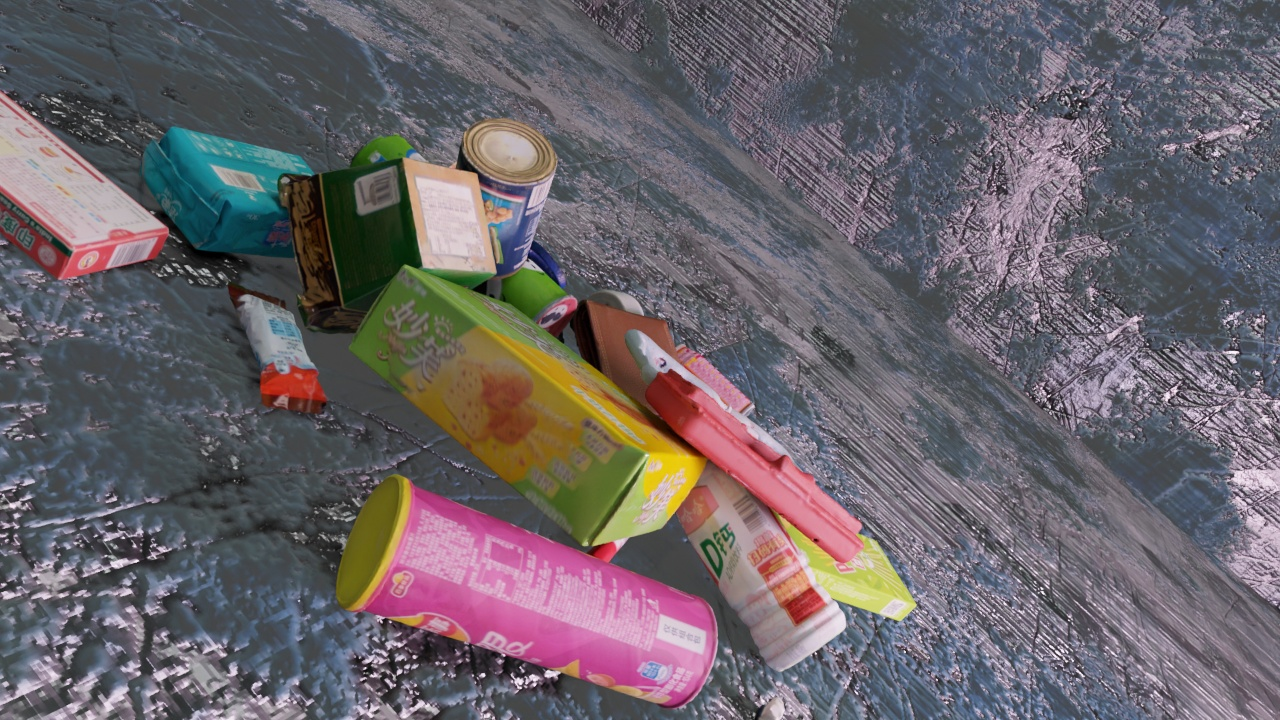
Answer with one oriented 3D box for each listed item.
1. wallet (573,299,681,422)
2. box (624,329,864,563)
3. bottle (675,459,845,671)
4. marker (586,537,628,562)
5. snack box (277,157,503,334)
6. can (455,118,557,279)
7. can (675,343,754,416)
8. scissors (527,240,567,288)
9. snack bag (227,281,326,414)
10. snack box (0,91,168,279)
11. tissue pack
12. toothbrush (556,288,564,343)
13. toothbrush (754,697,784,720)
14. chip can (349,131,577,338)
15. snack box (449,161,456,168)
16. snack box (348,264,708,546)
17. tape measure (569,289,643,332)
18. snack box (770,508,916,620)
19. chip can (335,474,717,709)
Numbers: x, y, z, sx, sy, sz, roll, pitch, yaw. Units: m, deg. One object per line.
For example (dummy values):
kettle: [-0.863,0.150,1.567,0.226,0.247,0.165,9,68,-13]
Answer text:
wallet: [-0.005,0.005,0.828,0.101,0.032,0.124,10,50,-35]
box: [0.073,0.062,0.691,0.201,0.039,0.158,39,2,-27]
bottle: [0.072,0.133,0.694,0.197,0.068,0.068,56,26,17]
marker: [-0.005,0.117,0.682,0.017,0.017,0.145,41,28,6]
snack box: [-0.174,-0.089,0.659,0.117,0.106,0.118,-5,81,-59]
can: [-0.115,-0.129,0.736,0.075,0.111,0.075,11,51,-15]
can: [0.055,0.036,0.896,0.094,0.067,0.066,44,22,11]
scissors: [-0.119,-0.111,0.864,0.162,0.012,0.174,36,-25,44]
snack bag: [-0.231,-0.009,0.580,0.048,0.026,0.104,20,27,-53]
snack box: [-0.375,-0.113,0.556,0.156,0.027,0.076,39,22,1]
tissue pack: [-0.285,-0.119,0.680,0.093,0.050,0.133,47,22,22]
toothbrush: [-0.085,-0.051,0.919,0.016,0.014,0.188,28,23,-18]
toothbrush: [0.061,0.253,0.543,0.015,0.018,0.180,44,23,6]
chip can: [-0.163,-0.105,0.822,0.236,0.072,0.072,43,22,13]
snack box: [-0.182,-0.159,0.958,0.084,0.026,0.157,35,21,-10]
snack box: [-0.068,0.031,0.622,0.210,0.070,0.157,37,6,18]
tape measure: [-0.031,-0.036,0.903,0.065,0.066,0.033,49,25,24]
snack box: [0.182,0.187,0.856,0.156,0.026,0.085,25,24,-30]
chip can: [-0.057,0.135,0.514,0.210,0.071,0.071,28,24,-27]
